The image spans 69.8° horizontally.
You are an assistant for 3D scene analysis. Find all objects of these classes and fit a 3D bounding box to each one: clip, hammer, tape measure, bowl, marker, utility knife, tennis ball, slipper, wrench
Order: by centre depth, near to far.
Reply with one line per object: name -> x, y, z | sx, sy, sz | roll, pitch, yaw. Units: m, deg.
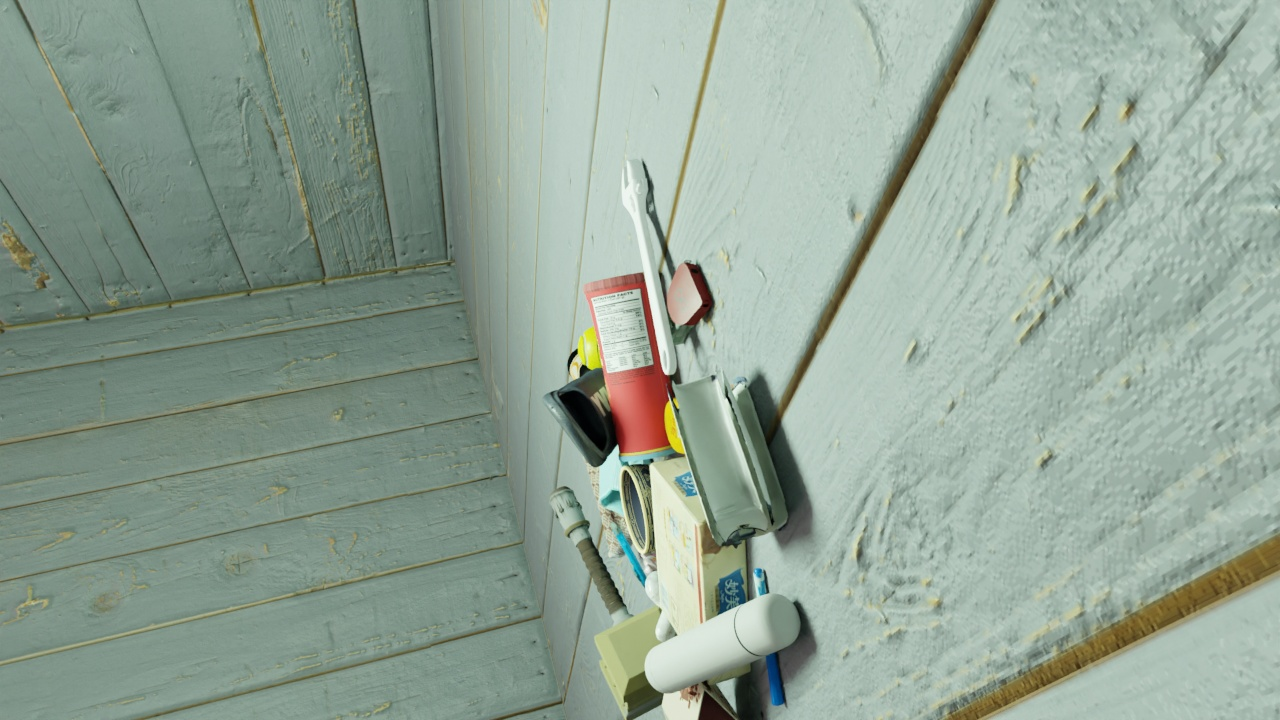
marker -> 0.129, 0.278, 0.923 | 0.013, 0.013, 0.142 | -171, 72, -74
tape measure -> 0.048, -0.066, 0.945 | 0.052, 0.019, 0.059 | -51, 49, 43
clip -> 0.042, -0.041, 1.002 | 0.076, 0.023, 0.043 | 117, 138, -70
wrench -> 0.010, -0.109, 1.029 | 0.066, 0.018, 0.273 | 109, 153, -63
tape measure -> 0.050, 0.073, 1.034 | 0.059, 0.030, 0.068 | -160, 64, -73
bowl -> 0.019, 0.183, 1.163 | 0.112, 0.061, 0.112 | 169, 90, -75
slipper -> -0.051, 0.065, 1.175 | 0.110, 0.083, 0.268 | 55, -176, 2
slipper -> -0.015, 0.185, 1.285 | 0.116, 0.069, 0.276 | 113, 143, -59
hammer -> -0.048, 0.316, 1.286 | 0.324, 0.100, 0.190 | 59, 165, 29
tennis ball -> -0.055, -0.017, 1.291 | 0.065, 0.065, 0.065 | 169, 91, -75
utility knife -> -0.002, 0.301, 1.303 | 0.207, 0.015, 0.031 | 63, 169, -30

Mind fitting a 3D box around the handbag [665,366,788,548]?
handbag -> 0.087, 0.100, 0.879 | 0.176, 0.074, 0.151 | 66, -173, -65

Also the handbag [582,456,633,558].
handbag -> -0.038, 0.200, 1.422 | 0.124, 0.047, 0.185 | 118, 140, -54

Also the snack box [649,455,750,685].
snack box -> 0.066, 0.231, 1.035 | 0.153, 0.055, 0.207 | -135, 37, -63

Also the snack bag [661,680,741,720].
snack bag -> 0.079, 0.433, 1.044 | 0.094, 0.069, 0.206 | -144, 37, -69

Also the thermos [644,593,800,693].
thermos -> 0.078, 0.284, 0.915 | 0.225, 0.052, 0.052 | -45, 54, 49

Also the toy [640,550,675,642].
toy -> 0.036, 0.295, 1.170 | 0.037, 0.075, 0.125 | -44, 52, 36

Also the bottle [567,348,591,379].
bottle -> -0.061, 0.025, 1.353 | 0.181, 0.059, 0.059 | -143, 44, -68

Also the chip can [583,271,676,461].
chip can -> -0.006, 0.006, 1.091 | 0.087, 0.087, 0.213 | 178, 80, -75
